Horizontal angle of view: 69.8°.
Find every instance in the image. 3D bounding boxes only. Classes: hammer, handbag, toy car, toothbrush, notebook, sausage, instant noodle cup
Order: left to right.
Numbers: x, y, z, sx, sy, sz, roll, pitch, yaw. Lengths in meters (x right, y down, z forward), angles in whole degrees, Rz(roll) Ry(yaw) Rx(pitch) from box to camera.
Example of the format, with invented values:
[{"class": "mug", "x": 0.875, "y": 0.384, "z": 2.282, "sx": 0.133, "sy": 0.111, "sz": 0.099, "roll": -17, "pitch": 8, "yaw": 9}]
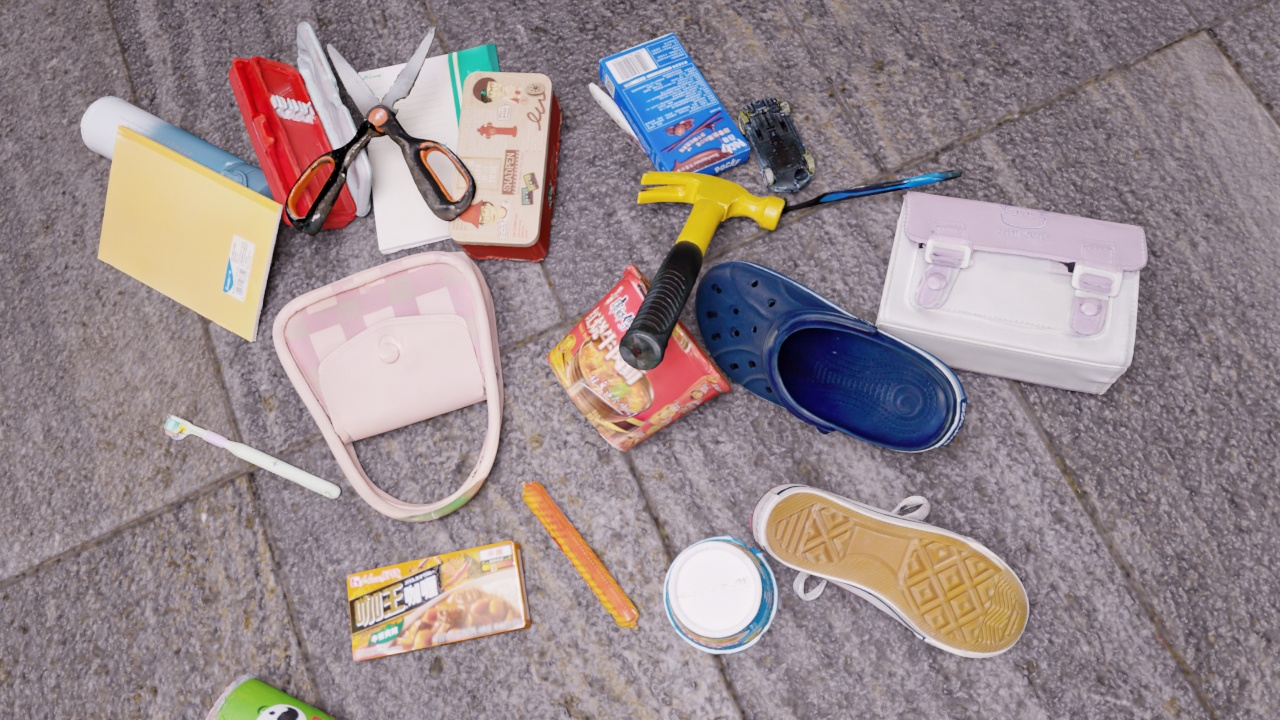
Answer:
[{"class": "notebook", "x": -0.446, "y": -0.125, "z": 0.900, "sx": 0.206, "sy": 0.010, "sz": 0.146, "roll": 26, "pitch": 111, "yaw": 14}, {"class": "toothbrush", "x": -0.365, "y": 0.092, "z": 0.862, "sx": 0.189, "sy": 0.029, "sz": 0.020, "roll": 20, "pitch": 37, "yaw": 11}, {"class": "handbag", "x": -0.211, "y": 0.030, "z": 0.834, "sx": 0.193, "sy": 0.093, "sz": 0.234, "roll": -18, "pitch": 80, "yaw": 3}, {"class": "notebook", "x": -0.204, "y": -0.219, "z": 0.935, "sx": 0.150, "sy": 0.012, "sz": 0.209, "roll": -12, "pitch": 73, "yaw": 3}, {"class": "sausage", "x": -0.054, "y": 0.167, "z": 0.797, "sx": 0.021, "sy": 0.021, "sz": 0.165, "roll": -39, "pitch": 73, "yaw": -5}, {"class": "instant noodle cup", "x": -0.005, "y": 0.005, "z": 0.786, "sx": 0.108, "sy": 0.138, "sz": 0.138, "roll": -39, "pitch": 73, "yaw": 5}, {"class": "toothbrush", "x": 0.009, "y": -0.213, "z": 0.902, "sx": 0.017, "sy": 0.016, "sz": 0.187, "roll": -37, "pitch": 73, "yaw": -12}, {"class": "hammer", "x": 0.036, "y": -0.084, "z": 0.741, "sx": 0.129, "sy": 0.033, "sz": 0.299, "roll": 18, "pitch": 35, "yaw": 5}, {"class": "instant noodle cup", "x": 0.061, "y": 0.184, "z": 0.731, "sx": 0.099, "sy": 0.110, "sz": 0.099, "roll": -2, "pitch": 74, "yaw": 8}, {"class": "toy car", "x": 0.130, "y": -0.203, "z": 0.874, "sx": 0.049, "sy": 0.031, "sz": 0.105, "roll": -19, "pitch": 68, "yaw": 1}, {"class": "toothbrush", "x": 0.192, "y": -0.153, "z": 0.828, "sx": 0.190, "sy": 0.014, "sz": 0.016, "roll": -7, "pitch": 57, "yaw": 29}, {"class": "handbag", "x": 0.310, "y": -0.064, "z": 0.780, "sx": 0.197, "sy": 0.098, "sz": 0.144, "roll": 11, "pitch": 68, "yaw": 12}]

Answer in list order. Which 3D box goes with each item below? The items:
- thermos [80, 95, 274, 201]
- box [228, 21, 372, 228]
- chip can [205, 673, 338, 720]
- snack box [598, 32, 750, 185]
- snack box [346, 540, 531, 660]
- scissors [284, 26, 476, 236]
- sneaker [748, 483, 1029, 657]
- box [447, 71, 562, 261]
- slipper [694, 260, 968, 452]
[{"class": "thermos", "x": -0.464, "y": -0.201, "z": 0.933, "sx": 0.220, "sy": 0.070, "sz": 0.070, "roll": 26, "pitch": 79, "yaw": 15}, {"class": "box", "x": -0.324, "y": -0.237, "z": 0.907, "sx": 0.100, "sy": 0.095, "sz": 0.201, "roll": -39, "pitch": 69, "yaw": 36}, {"class": "chip can", "x": -0.239, "y": 0.338, "z": 0.746, "sx": 0.236, "sy": 0.072, "sz": 0.072, "roll": 21, "pitch": 78, "yaw": 12}, {"class": "snack box", "x": 0.031, "y": -0.243, "z": 0.892, "sx": 0.084, "sy": 0.026, "sz": 0.157, "roll": -25, "pitch": 71, "yaw": -12}, {"class": "snack box", "x": -0.176, "y": 0.209, "z": 0.798, "sx": 0.154, "sy": 0.026, "sz": 0.075, "roll": -12, "pitch": 72, "yaw": 4}, {"class": "scissors", "x": -0.238, "y": -0.204, "z": 0.844, "sx": 0.221, "sy": 0.021, "sz": 0.233, "roll": 35, "pitch": 88, "yaw": 14}, {"class": "sneaker", "x": 0.193, "y": 0.159, "z": 0.735, "sx": 0.241, "sy": 0.088, "sz": 0.118, "roll": 24, "pitch": 90, "yaw": -8}, {"class": "box", "x": -0.127, "y": -0.181, "z": 0.875, "sx": 0.091, "sy": 0.077, "sz": 0.168, "roll": 3, "pitch": 79, "yaw": 5}, {"class": "slipper", "x": 0.138, "y": 0.002, "z": 0.751, "sx": 0.253, "sy": 0.095, "sz": 0.105, "roll": 31, "pitch": 108, "yaw": 29}]
